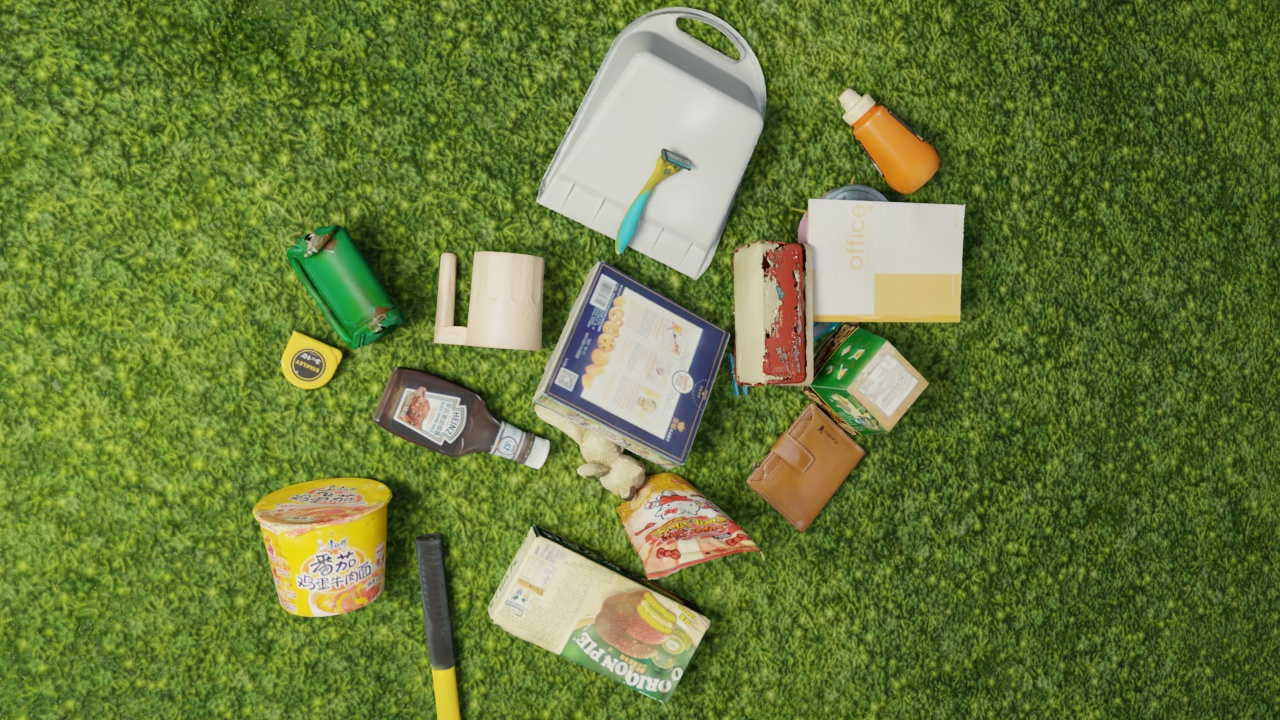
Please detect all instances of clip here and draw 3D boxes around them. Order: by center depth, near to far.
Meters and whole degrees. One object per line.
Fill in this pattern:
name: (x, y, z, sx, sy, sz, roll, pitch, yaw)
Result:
clip: (0.120, 0.016, 1.124, 0.047, 0.014, 0.057, -10, 95, -15)

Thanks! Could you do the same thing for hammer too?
hammer: (-0.228, 0.349, 1.054, 0.128, 0.033, 0.301, -6, 96, -14)

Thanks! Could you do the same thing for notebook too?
notebook: (0.294, -0.118, 1.097, 0.206, 0.010, 0.146, 0, 94, -15)

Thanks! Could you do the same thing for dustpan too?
dustpan: (0.034, -0.272, 1.084, 0.222, 0.142, 0.258, 25, 117, -14)

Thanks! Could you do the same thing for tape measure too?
tape measure: (-0.360, 0.002, 0.998, 0.060, 0.029, 0.057, 25, 87, -14)

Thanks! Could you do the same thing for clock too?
clock: (0.257, -0.136, 1.123, 0.117, 0.060, 0.158, -26, 98, -12)

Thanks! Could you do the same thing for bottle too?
bottle: (-0.197, 0.073, 1.036, 0.195, 0.044, 0.080, 23, 89, -15)
bottle: (0.298, -0.274, 1.125, 0.066, 0.067, 0.149, -45, 95, -7)

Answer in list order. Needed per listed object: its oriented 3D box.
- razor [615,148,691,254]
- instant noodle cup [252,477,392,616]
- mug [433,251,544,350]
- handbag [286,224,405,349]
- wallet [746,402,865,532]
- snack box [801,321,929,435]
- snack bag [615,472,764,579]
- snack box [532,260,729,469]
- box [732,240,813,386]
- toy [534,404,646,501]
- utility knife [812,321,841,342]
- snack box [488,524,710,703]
razor: (0.005, -0.178, 1.041, 0.043, 0.028, 0.133, 10, 122, -44)
instant noodle cup: (-0.331, 0.197, 0.971, 0.138, 0.138, 0.110, -4, 103, -14)
mug: (-0.168, -0.066, 1.021, 0.125, 0.084, 0.103, 5, 92, 12)
handbag: (-0.308, -0.078, 0.959, 0.068, 0.120, 0.131, -35, 99, -15)
wallet: (0.201, 0.129, 1.145, 0.119, 0.035, 0.130, 42, 83, -19)
snack box: (0.279, 0.026, 1.116, 0.118, 0.106, 0.117, 42, 83, -14)
snack bag: (0.045, 0.187, 1.019, 0.128, 0.208, 0.073, -5, 100, -12)
snack box: (-0.006, 0.006, 1.043, 0.182, 0.046, 0.177, 29, 64, -14)
box: (0.148, -0.053, 1.078, 0.080, 0.091, 0.168, 0, 88, -19)
toy: (-0.057, 0.096, 1.067, 0.157, 0.066, 0.104, 46, 41, -9)
utility knife: (0.198, -0.021, 1.140, 0.151, 0.013, 0.029, -39, 95, -8)
snack box: (-0.048, 0.297, 1.078, 0.240, 0.063, 0.114, 29, 87, -14)
